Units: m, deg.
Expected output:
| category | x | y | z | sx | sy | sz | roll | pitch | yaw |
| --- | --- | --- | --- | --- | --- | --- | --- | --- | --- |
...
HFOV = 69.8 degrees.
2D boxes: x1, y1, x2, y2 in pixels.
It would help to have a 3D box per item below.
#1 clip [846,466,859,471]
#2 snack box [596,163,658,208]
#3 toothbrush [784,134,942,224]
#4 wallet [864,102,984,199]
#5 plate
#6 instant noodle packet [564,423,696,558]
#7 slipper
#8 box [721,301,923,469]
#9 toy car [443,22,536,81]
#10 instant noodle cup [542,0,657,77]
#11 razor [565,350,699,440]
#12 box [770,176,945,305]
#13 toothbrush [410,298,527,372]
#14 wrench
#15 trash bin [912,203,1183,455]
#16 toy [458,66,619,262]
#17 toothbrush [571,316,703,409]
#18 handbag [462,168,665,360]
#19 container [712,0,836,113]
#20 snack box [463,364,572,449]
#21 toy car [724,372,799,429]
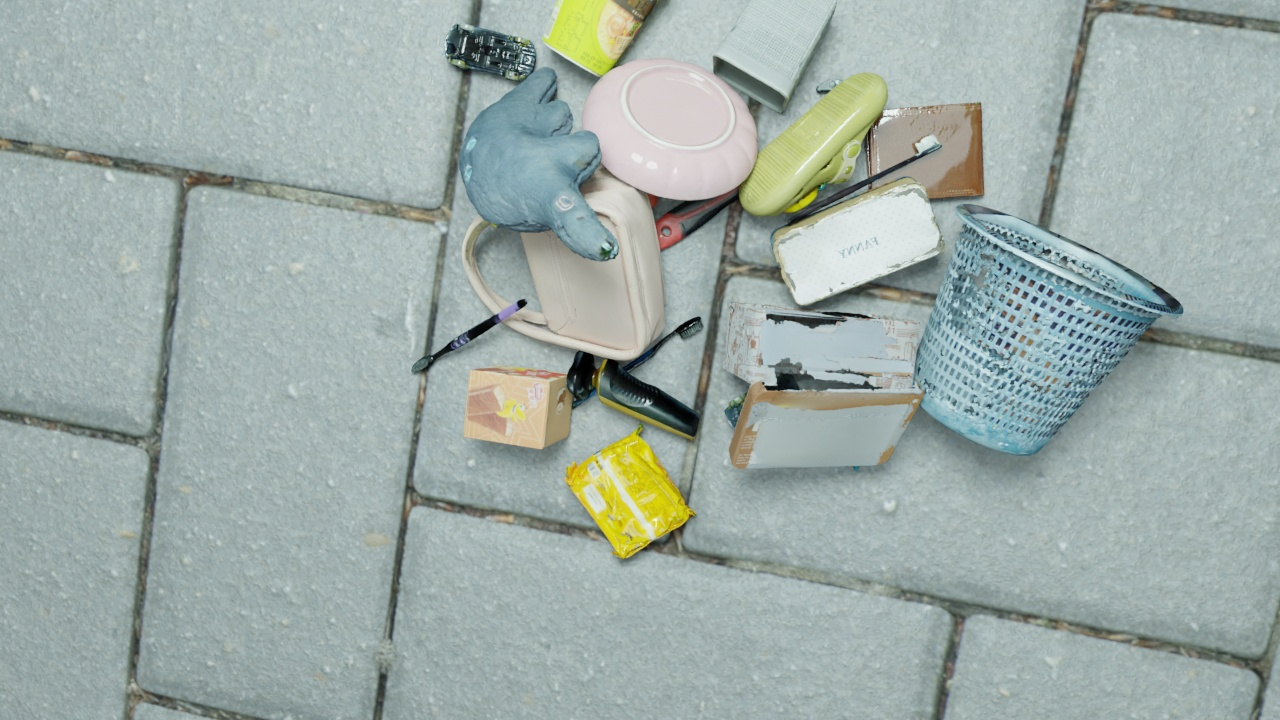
| category | x | y | z | sx | sy | sz | roll | pitch | yaw |
| --- | --- | --- | --- | --- | --- | --- | --- | --- | --- |
| clip | 0.249 | 0.098 | 1.038 | 0.040 | 0.014 | 0.056 | 21 | 98 | 5 |
| snack box | -0.022 | -0.204 | 1.010 | 0.091 | 0.082 | 0.080 | 0 | 105 | 9 |
| toothbrush | 0.235 | -0.191 | 0.978 | 0.181 | 0.015 | 0.018 | -28 | 93 | 7 |
| wallet | 0.307 | -0.223 | 0.992 | 0.124 | 0.032 | 0.101 | -3 | 98 | 8 |
| plate | 0.036 | -0.253 | 0.959 | 0.192 | 0.039 | 0.192 | 6 | 58 | -10 |
| instant noodle packet | -0.014 | 0.152 | 1.061 | 0.111 | 0.044 | 0.128 | -32 | 95 | 2 |
| slipper | 0.192 | -0.214 | 0.966 | 0.081 | 0.091 | 0.191 | 38 | 108 | -28 |
| box | 0.186 | 0.037 | 0.957 | 0.182 | 0.153 | 0.178 | 4 | 98 | -8 |
| toy car | -0.169 | -0.347 | 1.037 | 0.105 | 0.031 | 0.049 | 15 | 96 | 4 |
| instant noodle cup | -0.043 | -0.376 | 0.987 | 0.111 | 0.111 | 0.124 | 32 | 107 | 3 |
| razor | -0.007 | 0.045 | 1.042 | 0.167 | 0.062 | 0.068 | 26 | 134 | -9 |
| box | 0.224 | -0.125 | 0.984 | 0.184 | 0.061 | 0.090 | -19 | 104 | 15 |
| toothbrush | -0.200 | -0.027 | 1.052 | 0.189 | 0.016 | 0.014 | -28 | 95 | 28 |
| wrench | 0.123 | -0.212 | 1.021 | 0.274 | 0.016 | 0.056 | -37 | 93 | 9 |
| trash bin | 0.376 | -0.022 | 0.920 | 0.226 | 0.226 | 0.195 | 24 | 113 | 4 |
| toy | -0.110 | -0.196 | 0.911 | 0.138 | 0.356 | 0.091 | -19 | 134 | -4 |
| toothbrush | -0.006 | 0.006 | 1.062 | 0.190 | 0.014 | 0.016 | -35 | 116 | 10 |
| handbag | -0.094 | -0.103 | 1.008 | 0.234 | 0.093 | 0.193 | 1 | 124 | 21 |
| container | 0.144 | -0.341 | 0.971 | 0.090 | 0.090 | 0.114 | 31 | 96 | 3 |
| snack box | -0.136 | 0.050 | 1.037 | 0.094 | 0.092 | 0.077 | 8 | 95 | 13 |
| toy car | 0.137 | 0.047 | 1.037 | 0.090 | 0.034 | 0.043 | -36 | 84 | -5 |
